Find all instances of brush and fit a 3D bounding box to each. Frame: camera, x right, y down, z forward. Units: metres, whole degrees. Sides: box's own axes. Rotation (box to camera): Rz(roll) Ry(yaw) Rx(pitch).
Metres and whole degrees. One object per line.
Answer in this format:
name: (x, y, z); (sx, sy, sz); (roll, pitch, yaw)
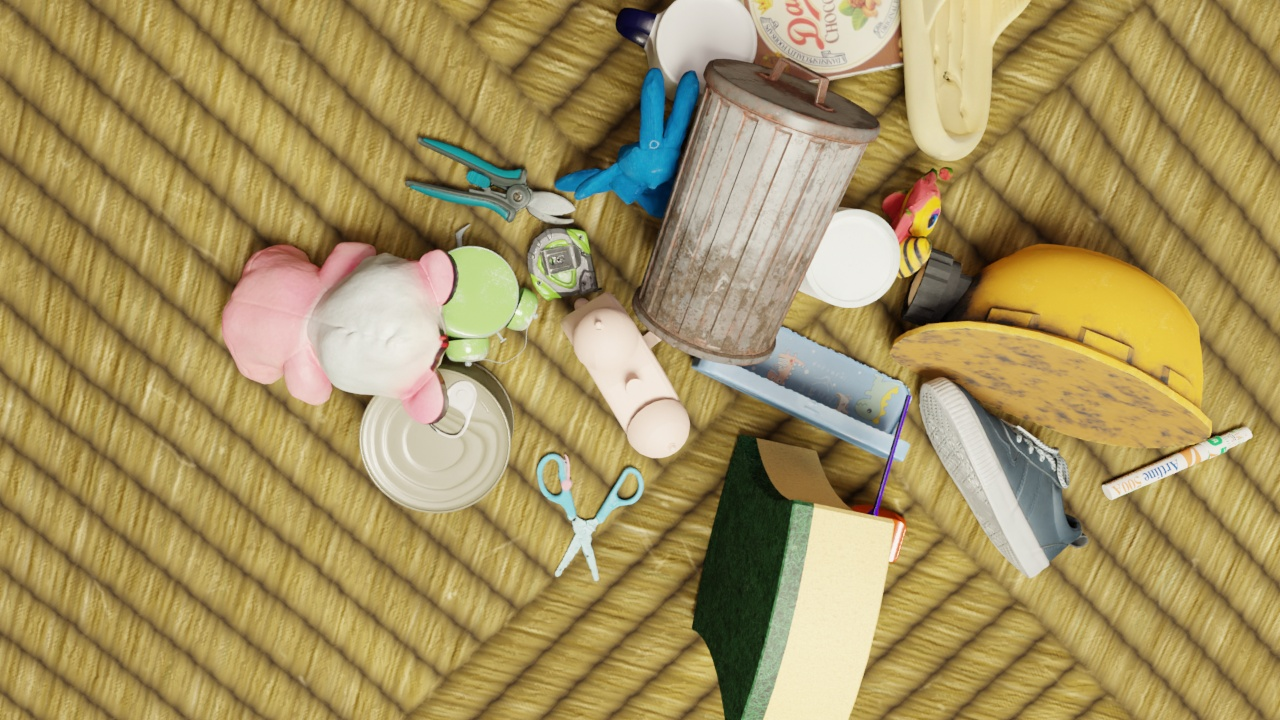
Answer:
brush: (0.114, 0.185, 0.763); (0.075, 0.250, 0.195); (12, 97, -6)

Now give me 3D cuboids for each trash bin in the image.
trash bin: (0.083, -0.117, 0.690); (0.131, 0.130, 0.212); (17, 119, -6)

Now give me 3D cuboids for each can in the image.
can: (-0.176, 0.063, 0.813); (0.128, 0.073, 0.128); (-1, 101, -3)

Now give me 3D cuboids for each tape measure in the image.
tape measure: (-0.070, -0.086, 0.810); (0.058, 0.036, 0.065); (-15, 102, 0)

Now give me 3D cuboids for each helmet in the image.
helmet: (0.358, -0.029, 0.781); (0.255, 0.205, 0.131); (21, 78, 7)

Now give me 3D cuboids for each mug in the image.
mug: (0.033, -0.259, 0.751); (0.112, 0.097, 0.079); (20, 99, -7)
mug: (0.167, -0.091, 0.787); (0.082, 0.105, 0.082); (-1, 101, -3)

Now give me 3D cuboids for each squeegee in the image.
squeegee: (0.205, 0.151, 0.807); (0.055, 0.184, 0.249); (17, 93, 28)

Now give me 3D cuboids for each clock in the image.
clock: (-0.005, 0.004, 0.767); (0.086, 0.160, 0.131); (-30, 101, 4)
clock: (-0.144, -0.051, 0.797); (0.094, 0.043, 0.119); (-39, 99, -15)

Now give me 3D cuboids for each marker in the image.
marker: (0.519, 0.099, 0.887); (0.145, 0.017, 0.017); (-24, 101, 2)

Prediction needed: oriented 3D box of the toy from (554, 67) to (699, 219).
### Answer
toy: (0.005, -0.161, 0.742); (0.112, 0.177, 0.071); (3, 70, -20)

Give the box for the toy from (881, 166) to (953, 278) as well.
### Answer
toy: (0.234, -0.119, 0.794); (0.046, 0.084, 0.103); (27, 62, -14)

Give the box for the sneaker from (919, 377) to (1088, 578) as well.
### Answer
sneaker: (0.337, 0.099, 0.837); (0.087, 0.089, 0.235); (-35, 113, 1)

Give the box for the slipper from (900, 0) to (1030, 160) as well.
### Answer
slipper: (0.268, -0.297, 0.743); (0.111, 0.079, 0.261); (-2, 97, -30)

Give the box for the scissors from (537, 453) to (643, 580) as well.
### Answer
scissors: (-0.042, 0.145, 0.871); (0.120, 0.015, 0.139); (-15, 108, 1)

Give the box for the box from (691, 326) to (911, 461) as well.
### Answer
box: (0.154, 0.016, 0.831); (0.210, 0.072, 0.079); (25, 85, -6)

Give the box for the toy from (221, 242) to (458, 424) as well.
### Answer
toy: (-0.242, -0.030, 0.748); (0.213, 0.084, 0.142); (11, 87, 21)

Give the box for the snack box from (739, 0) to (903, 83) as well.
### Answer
snack box: (0.152, -0.311, 0.775); (0.147, 0.041, 0.143); (-11, 102, -2)

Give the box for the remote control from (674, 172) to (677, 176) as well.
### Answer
remote control: (0.096, -0.159, 0.815); (0.147, 0.015, 0.033); (-9, 101, -1)

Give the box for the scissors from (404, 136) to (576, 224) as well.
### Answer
scissors: (-0.133, -0.156, 0.802); (0.131, 0.019, 0.149); (-26, 100, 3)
